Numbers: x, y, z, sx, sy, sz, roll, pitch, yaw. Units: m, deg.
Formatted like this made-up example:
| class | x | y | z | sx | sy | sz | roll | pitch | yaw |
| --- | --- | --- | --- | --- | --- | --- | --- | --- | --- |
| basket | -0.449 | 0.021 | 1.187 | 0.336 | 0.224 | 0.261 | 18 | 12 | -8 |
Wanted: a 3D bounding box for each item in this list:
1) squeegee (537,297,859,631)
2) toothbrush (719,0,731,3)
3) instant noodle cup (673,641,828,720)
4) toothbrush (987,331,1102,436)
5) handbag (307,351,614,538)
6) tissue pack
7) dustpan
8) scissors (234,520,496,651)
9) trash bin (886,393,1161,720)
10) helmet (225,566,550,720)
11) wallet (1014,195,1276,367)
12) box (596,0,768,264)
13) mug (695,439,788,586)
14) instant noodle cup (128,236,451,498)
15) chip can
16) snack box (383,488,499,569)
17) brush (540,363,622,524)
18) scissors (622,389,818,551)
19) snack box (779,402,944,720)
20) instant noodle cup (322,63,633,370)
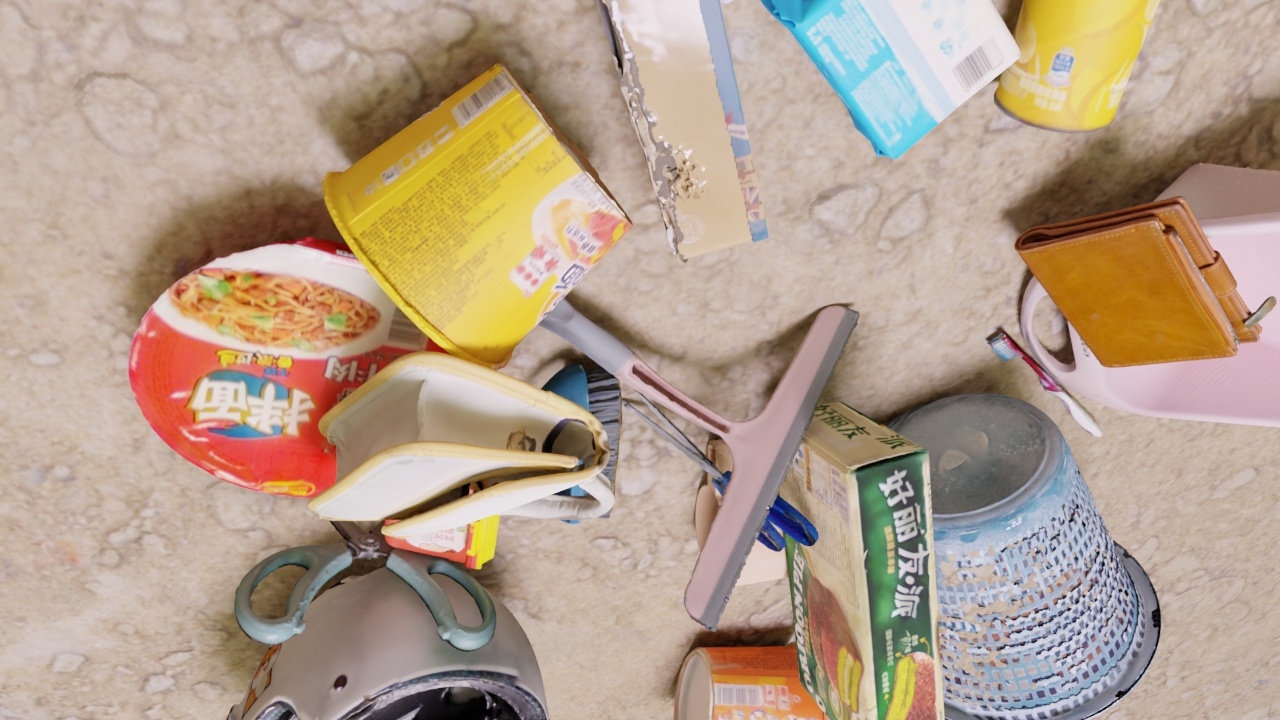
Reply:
| class | x | y | z | sx | sy | sz | roll | pitch | yaw |
| --- | --- | --- | --- | --- | --- | --- | --- | --- | --- |
| squeegee | -0.004 | 0.004 | 0.602 | 0.249 | 0.247 | 0.040 | 34 | 160 | -14 |
| toothbrush | 0.088 | -0.259 | 0.439 | 0.029 | 0.021 | 0.190 | -21 | 149 | -58 |
| instant noodle cup | 0.101 | 0.347 | 0.894 | 0.111 | 0.151 | 0.152 | 10 | 127 | -12 |
| toothbrush | 0.338 | 0.024 | 0.759 | 0.017 | 0.016 | 0.187 | -37 | 130 | 27 |
| handbag | -0.084 | 0.068 | 0.523 | 0.178 | 0.063 | 0.164 | 20 | 152 | -30 |
| tissue pack | 0.133 | -0.180 | 0.494 | 0.090 | 0.063 | 0.140 | -39 | 130 | 17 |
| dustpan | 0.418 | -0.014 | 0.624 | 0.138 | 0.273 | 0.222 | -43 | 129 | -11 |
| scissors | -0.174 | 0.155 | 0.624 | 0.180 | 0.170 | 0.019 | 22 | 112 | 8 |
| trash bin | 0.274 | 0.142 | 0.732 | 0.227 | 0.226 | 0.195 | -24 | 119 | 6 |
| helmet | -0.198 | 0.254 | 0.721 | 0.229 | 0.156 | 0.275 | 19 | 133 | -30 |
| wallet | 0.330 | -0.046 | 0.598 | 0.130 | 0.035 | 0.119 | 43 | 147 | -26 |
| box | 0.020 | -0.145 | 0.478 | 0.059 | 0.089 | 0.184 | -14 | 134 | 5 |
| mug | 0.105 | 0.118 | 0.744 | 0.103 | 0.084 | 0.125 | -4 | 107 | -13 |
| instant noodle cup | -0.197 | -0.004 | 0.558 | 0.193 | 0.065 | 0.194 | -7 | 132 | -8 |
| chip can | 0.248 | -0.231 | 0.478 | 0.072 | 0.072 | 0.214 | -6 | 132 | -10 |
| snack box | -0.138 | 0.094 | 0.650 | 0.080 | 0.081 | 0.091 | 8 | 125 | -9 |
| brush | -0.051 | 0.063 | 0.660 | 0.073 | 0.055 | 0.144 | -4 | 131 | -13 |
| scissors | 0.059 | 0.082 | 0.652 | 0.012 | 0.157 | 0.165 | -48 | 125 | -19 |
| snack box | 0.156 | 0.159 | 0.663 | 0.063 | 0.114 | 0.240 | -14 | 108 | -14 |
| instant noodle cup | -0.078 | -0.080 | 0.486 | 0.110 | 0.138 | 0.138 | -39 | 129 | 7 |
